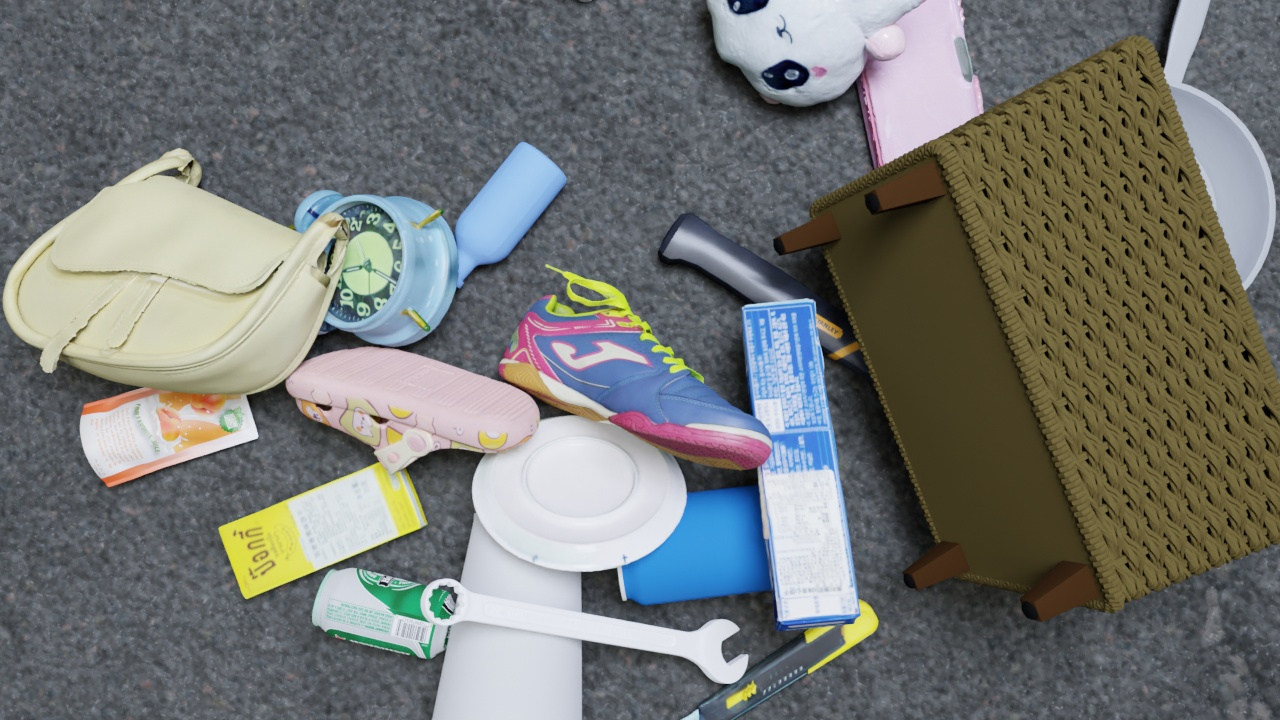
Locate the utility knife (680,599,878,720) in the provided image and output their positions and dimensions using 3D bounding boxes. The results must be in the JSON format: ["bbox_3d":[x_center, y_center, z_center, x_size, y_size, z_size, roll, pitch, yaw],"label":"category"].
[{"bbox_3d":[0.093,0.254,0.717,0.213,0.020,0.029,-34,85,0],"label":"utility knife"}]

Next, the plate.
[{"bbox_3d":[-0.044,0.089,0.673,0.157,0.156,0.014,5,128,1],"label":"plate"}]

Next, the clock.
[{"bbox_3d":[-0.216,-0.072,0.707,0.162,0.060,0.118,3,87,24],"label":"clock"}]

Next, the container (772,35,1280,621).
[{"bbox_3d":[0.246,-0.005,0.601,0.204,0.177,0.321,-22,92,-18],"label":"container"}]

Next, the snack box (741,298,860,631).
[{"bbox_3d":[0.108,0.070,0.642,0.059,0.059,0.226,-5,67,4],"label":"snack box"}]

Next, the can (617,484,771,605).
[{"bbox_3d":[0.055,0.138,0.693,0.146,0.079,0.079,-7,87,0],"label":"can"}]

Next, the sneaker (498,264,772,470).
[{"bbox_3d":[-0.004,0.004,0.650,0.242,0.116,0.091,19,78,38],"label":"sneaker"}]

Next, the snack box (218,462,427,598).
[{"bbox_3d":[-0.249,0.130,0.723,0.149,0.025,0.061,-22,86,-1],"label":"snack box"}]

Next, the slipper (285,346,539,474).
[{"bbox_3d":[-0.171,0.045,0.696,0.197,0.093,0.082,12,111,12],"label":"slipper"}]

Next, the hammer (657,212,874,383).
[{"bbox_3d":[0.151,-0.014,0.724,0.312,0.035,0.139,32,86,2],"label":"hammer"}]

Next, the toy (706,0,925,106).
[{"bbox_3d":[0.135,-0.266,0.679,0.101,0.180,0.139,-47,115,-35],"label":"toy"}]

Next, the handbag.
[{"bbox_3d":[-0.339,-0.058,0.672,0.233,0.088,0.190,22,81,22],"label":"handbag"}]

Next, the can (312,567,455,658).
[{"bbox_3d":[-0.194,0.194,0.705,0.101,0.053,0.053,13,87,1],"label":"can"}]

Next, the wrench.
[{"bbox_3d":[-0.028,0.192,0.654,0.273,0.009,0.047,20,65,-30],"label":"wrench"}]

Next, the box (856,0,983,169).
[{"bbox_3d":[0.217,-0.235,0.732,0.098,0.037,0.232,-9,87,-1],"label":"box"}]

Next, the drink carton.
[{"bbox_3d":[-0.371,0.048,0.728,0.122,0.039,0.069,-18,87,-6],"label":"drink carton"}]

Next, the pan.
[{"bbox_3d":[0.408,-0.195,0.721,0.201,0.051,0.356,15,87,1],"label":"pan"}]

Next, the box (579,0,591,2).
[{"bbox_3d":[-0.015,-0.400,0.737,0.081,0.063,0.216,31,87,13],"label":"box"}]

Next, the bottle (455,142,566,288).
[{"bbox_3d":[-0.116,-0.107,0.723,0.048,0.048,0.131,38,88,2],"label":"bottle"}]

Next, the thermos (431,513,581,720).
[{"bbox_3d":[-0.093,0.228,0.674,0.131,0.131,0.221,4,79,1],"label":"thermos"}]
